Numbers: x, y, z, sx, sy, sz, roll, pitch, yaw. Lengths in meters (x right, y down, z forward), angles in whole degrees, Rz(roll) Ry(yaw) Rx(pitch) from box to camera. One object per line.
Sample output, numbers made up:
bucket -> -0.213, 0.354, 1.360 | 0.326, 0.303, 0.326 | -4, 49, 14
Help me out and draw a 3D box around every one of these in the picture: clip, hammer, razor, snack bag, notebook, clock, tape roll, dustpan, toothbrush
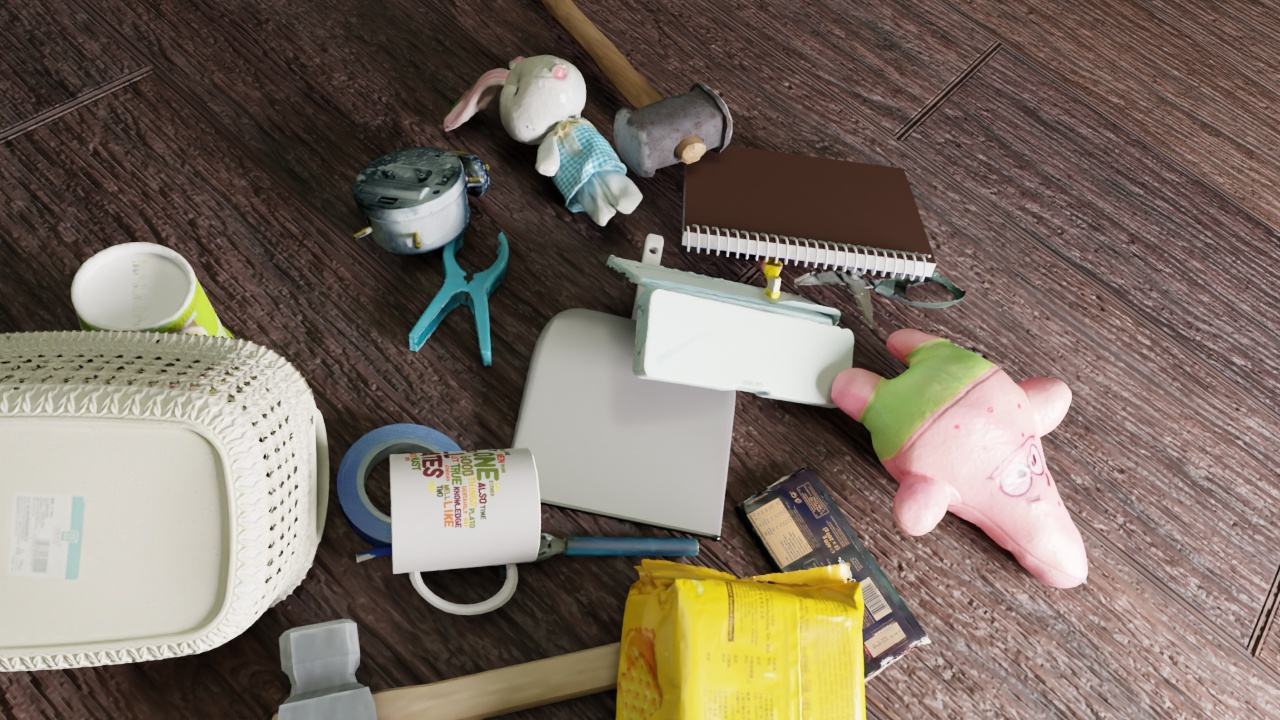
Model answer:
clip -> -0.154, -0.059, 0.732 | 0.113, 0.028, 0.126 | 21, 58, -3
hammer -> -0.038, -0.295, 0.876 | 0.098, 0.052, 0.328 | -24, 59, -21
razor -> -0.028, 0.132, 0.647 | 0.144, 0.022, 0.042 | 2, 60, -13
snack bag -> 0.066, 0.238, 0.550 | 0.159, 0.068, 0.246 | 9, 66, -16
notebook -> 0.142, -0.136, 0.812 | 0.209, 0.022, 0.171 | 7, 40, -2
clock -> -0.177, -0.139, 0.745 | 0.090, 0.052, 0.129 | 11, 49, 18
snack bag -> 0.139, 0.155, 0.675 | 0.074, 0.018, 0.155 | -22, 66, -25
tape roll -> -0.164, 0.089, 0.643 | 0.091, 0.016, 0.093 | -11, 63, -20
dustpan -> -0.004, 0.004, 0.728 | 0.163, 0.033, 0.257 | 13, 66, -7
toothbrush -> 0.109, -0.074, 0.764 | 0.021, 0.016, 0.135 | 11, 18, 2
hammer -> -0.060, 0.204, 0.583 | 0.322, 0.051, 0.117 | -6, 64, -20

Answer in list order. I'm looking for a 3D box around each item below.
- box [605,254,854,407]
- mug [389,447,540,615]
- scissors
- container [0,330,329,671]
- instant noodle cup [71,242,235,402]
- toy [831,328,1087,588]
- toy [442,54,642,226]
box -> 0.073, -0.025, 0.724 | 0.197, 0.075, 0.125 | 10, 30, -30
mug -> -0.114, 0.111, 0.593 | 0.089, 0.073, 0.105 | -1, 87, -16
scissors -> 0.189, -0.097, 0.824 | 0.201, 0.015, 0.204 | -5, 49, -37
container -> -0.309, 0.078, 0.510 | 0.246, 0.143, 0.184 | -1, 96, -13
instant noodle cup -> -0.327, -0.019, 0.615 | 0.099, 0.108, 0.098 | 6, 59, -11
toy -> 0.261, 0.077, 0.711 | 0.191, 0.097, 0.236 | -35, 81, -22
toy -> -0.074, -0.199, 0.789 | 0.130, 0.106, 0.205 | -30, 69, -24
